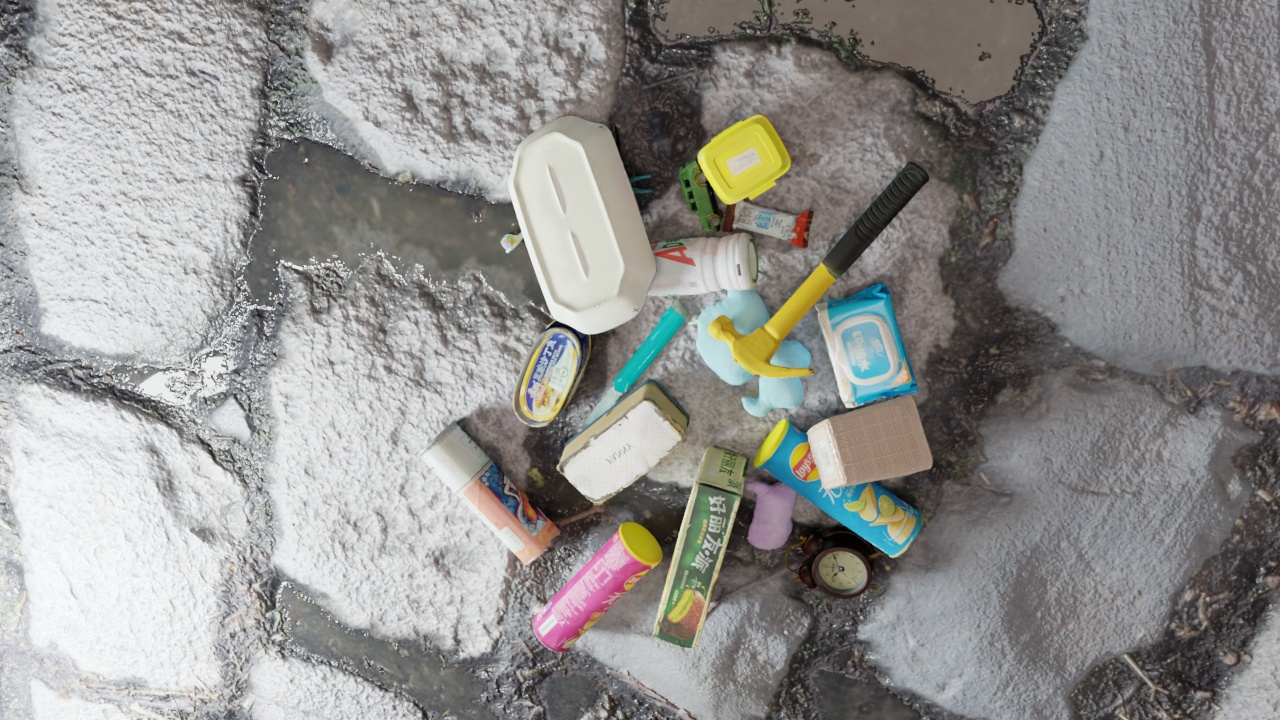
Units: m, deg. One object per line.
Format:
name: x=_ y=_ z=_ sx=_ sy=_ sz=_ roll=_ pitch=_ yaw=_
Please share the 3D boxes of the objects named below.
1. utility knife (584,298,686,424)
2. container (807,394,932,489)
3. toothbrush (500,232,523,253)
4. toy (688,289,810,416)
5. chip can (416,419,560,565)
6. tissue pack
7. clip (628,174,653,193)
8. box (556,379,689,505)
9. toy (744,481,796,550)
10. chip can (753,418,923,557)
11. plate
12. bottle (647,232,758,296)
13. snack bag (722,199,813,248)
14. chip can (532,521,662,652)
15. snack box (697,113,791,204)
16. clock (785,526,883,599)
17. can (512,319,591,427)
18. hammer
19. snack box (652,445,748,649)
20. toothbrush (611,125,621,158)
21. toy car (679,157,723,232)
utility knife: x=-0.007 y=0.007 z=1.189 sx=0.029 sy=0.013 sz=0.216 roll=36 pitch=110 yaw=-8
container: x=0.267 y=0.101 z=1.088 sx=0.111 sy=0.090 sz=0.090 roll=-12 pitch=79 yaw=-9
toothbrush: x=-0.104 y=-0.201 z=1.141 sx=0.190 sy=0.029 sz=0.020 roll=-39 pitch=138 yaw=20
toy: x=0.133 y=-0.013 z=1.131 sx=0.156 sy=0.049 sz=0.161 roll=10 pitch=101 yaw=1
chip can: x=-0.208 y=0.183 z=1.262 sx=0.071 sy=0.071 sz=0.214 roll=-41 pitch=95 yaw=21
tissue pack: x=0.269 y=-0.016 z=1.093 sx=0.090 sy=0.063 sz=0.140 roll=-16 pitch=103 yaw=17
clip: x=-0.012 y=-0.214 z=1.120 sx=0.056 sy=0.014 sz=0.042 roll=-4 pitch=107 yaw=12
box: x=-0.018 y=0.104 z=1.196 sx=0.185 sy=0.061 sz=0.090 roll=-37 pitch=106 yaw=18
toy: x=0.170 y=0.201 z=1.195 sx=0.083 sy=0.039 sz=0.108 roll=-2 pitch=114 yaw=-17
chip can: x=0.248 y=0.161 z=1.152 sx=0.210 sy=0.071 sz=0.071 roll=35 pitch=111 yaw=0
plate: x=-0.080 y=-0.163 z=1.095 sx=0.162 sy=0.034 sz=0.265 roll=-20 pitch=84 yaw=27
bottle: x=0.041 y=-0.112 z=1.110 sx=0.197 sy=0.068 sz=0.068 roll=-3 pitch=107 yaw=20
snack bag: x=0.152 y=-0.165 z=1.091 sx=0.104 sy=0.026 sz=0.048 roll=12 pitch=103 yaw=10
chip can: x=-0.062 y=0.316 z=1.274 sx=0.071 sy=0.071 sz=0.211 roll=41 pitch=112 yaw=-2
snack box: x=0.122 y=-0.230 z=1.048 sx=0.091 sy=0.080 sz=0.082 roll=-29 pitch=98 yaw=19
clock: x=0.250 y=0.262 z=1.193 sx=0.122 sy=0.055 sz=0.082 roll=6 pitch=109 yaw=12
can: x=-0.116 y=0.016 z=1.198 sx=0.074 sy=0.049 sz=0.148 roll=27 pitch=112 yaw=4
hammer: x=0.218 y=-0.102 z=1.055 sx=0.129 sy=0.032 sz=0.301 roll=43 pitch=98 yaw=19
snack box: x=0.078 y=0.243 z=1.194 sx=0.063 sy=0.114 sz=0.240 roll=15 pitch=110 yaw=6
toothbrush: x=-0.025 y=-0.193 z=1.100 sx=0.018 sy=0.015 sz=0.181 roll=-7 pitch=87 yaw=34
toy car: x=0.073 y=-0.195 z=1.091 sx=0.036 sy=0.043 sz=0.091 roll=-19 pitch=101 yaw=15
